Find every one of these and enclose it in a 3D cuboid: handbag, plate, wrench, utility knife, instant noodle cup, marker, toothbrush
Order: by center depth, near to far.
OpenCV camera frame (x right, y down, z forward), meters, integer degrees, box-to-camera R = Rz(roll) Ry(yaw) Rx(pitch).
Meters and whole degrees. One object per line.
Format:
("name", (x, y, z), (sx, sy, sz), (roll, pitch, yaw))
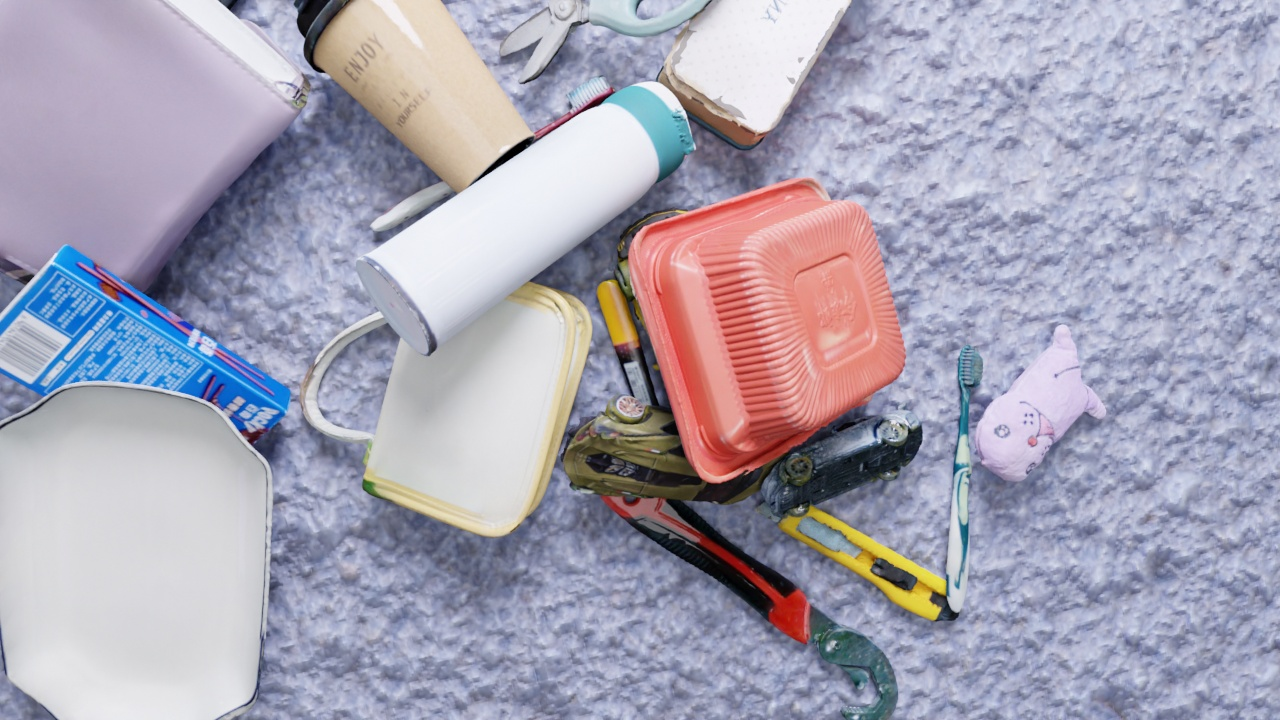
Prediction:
("handbag", (-0.313, -0.136, 0.540), (0.197, 0.098, 0.145), (-43, 114, 12))
("instant noodle cup", (0.094, -0.027, 0.571), (0.188, 0.079, 0.164), (-25, 101, -38))
("plate", (-0.315, 0.129, 0.582), (0.162, 0.034, 0.266), (8, 111, -8))
("handbag", (-0.133, 0.015, 0.609), (0.179, 0.063, 0.163), (16, 94, 9))
("toothbrush", (-0.100, -0.137, 0.611), (0.187, 0.016, 0.017), (-31, 89, -1))
("marker", (-0.004, 0.004, 0.633), (0.018, 0.015, 0.124), (-15, 99, 22))
("toothbrush", (0.231, 0.085, 0.652), (0.016, 0.018, 0.191), (2, 91, -15))
("wrench", (0.083, 0.166, 0.655), (0.273, 0.016, 0.056), (41, 87, -8))
("utility knife", (0.159, 0.142, 0.658), (0.173, 0.015, 0.033), (30, 89, -7))

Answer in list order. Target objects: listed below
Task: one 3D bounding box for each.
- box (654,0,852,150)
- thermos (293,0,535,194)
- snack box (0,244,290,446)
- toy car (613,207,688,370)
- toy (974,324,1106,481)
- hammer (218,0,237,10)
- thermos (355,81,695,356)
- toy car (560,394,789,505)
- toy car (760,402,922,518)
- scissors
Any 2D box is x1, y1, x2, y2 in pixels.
("box", (0.082, -0.224, 0.595), (0.090, 0.062, 0.184), (33, 94, -6))
("thermos", (-0.135, -0.173, 0.563), (0.093, 0.093, 0.143), (-40, 95, 0))
("snack box", (-0.308, 0.009, 0.565), (0.085, 0.026, 0.157), (-39, 122, 15))
("toy car", (0.034, -0.025, 0.619), (0.071, 0.041, 0.156), (-23, 102, -2))
("toy", (0.277, 0.040, 0.643), (0.108, 0.039, 0.084), (-43, 111, -13))
("hammer", (-0.197, -0.321, 0.576), (0.129, 0.033, 0.301), (40, 91, -6))
("thermos", (-0.061, -0.095, 0.558), (0.223, 0.073, 0.073), (-40, 98, -22))
("toy car", (0.026, 0.064, 0.608), (0.158, 0.042, 0.070), (6, 131, -17))
("toy car", (0.138, 0.069, 0.630), (0.120, 0.054, 0.036), (-23, 53, -8))
("scissors", (-0.029, -0.257, 0.589), (0.178, 0.019, 0.169), (-21, 75, 20))
